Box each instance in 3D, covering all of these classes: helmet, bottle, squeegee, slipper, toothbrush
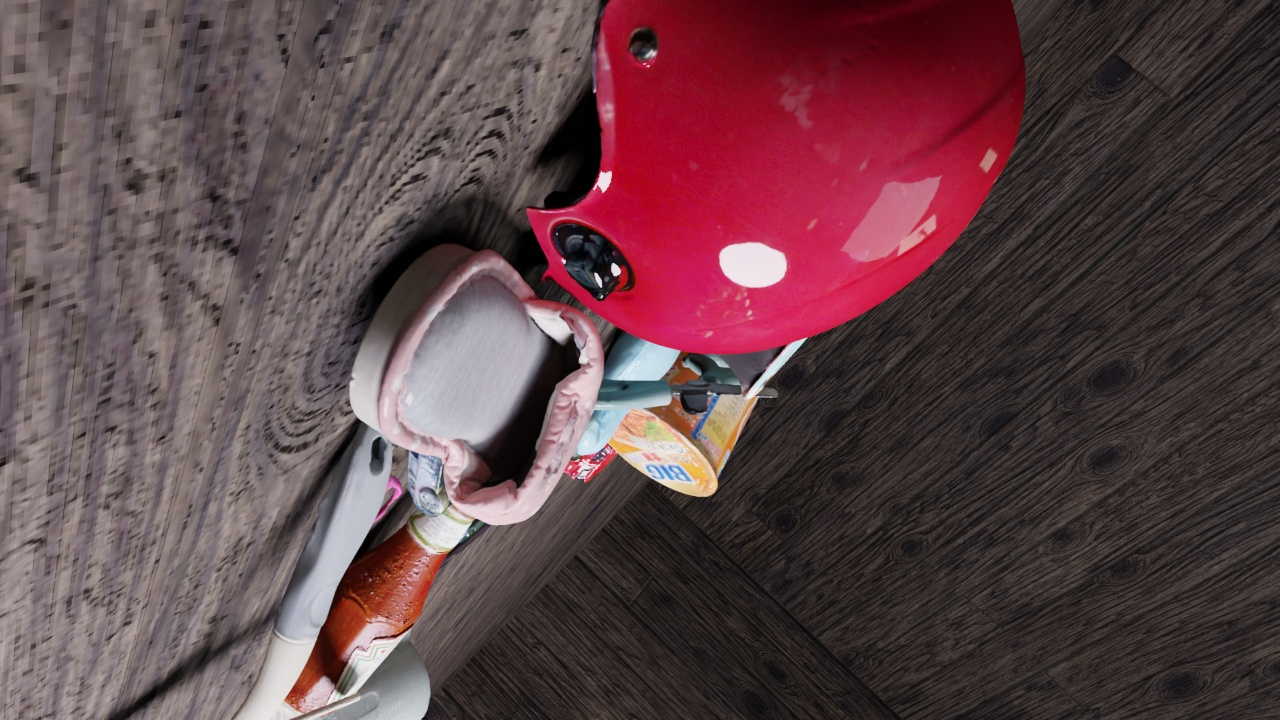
[{"bbox_3d":[0.064,-0.082,0.399,0.206,0.144,0.241,-44,173,-37],"label":"helmet"},{"bbox_3d":[-0.163,0.144,0.593,0.206,0.060,0.059,-50,172,14],"label":"bottle"},{"bbox_3d":[-0.174,0.132,0.448,0.247,0.039,0.246,-57,156,16],"label":"squeegee"},{"bbox_3d":[-0.058,0.023,0.445,0.114,0.054,0.274,-60,167,-11],"label":"slipper"},{"bbox_3d":[-0.147,0.154,0.901,0.180,0.018,0.016,-42,178,-23],"label":"toothbrush"}]

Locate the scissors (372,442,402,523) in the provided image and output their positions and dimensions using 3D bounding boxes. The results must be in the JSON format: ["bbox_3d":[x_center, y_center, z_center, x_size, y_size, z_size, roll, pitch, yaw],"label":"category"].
[{"bbox_3d":[-0.133,0.054,0.472,0.063,0.017,0.136,-33,161,-49],"label":"scissors"}]

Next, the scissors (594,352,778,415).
[{"bbox_3d":[0.013,0.013,0.636,0.169,0.174,0.019,-37,126,-72],"label":"scissors"}]

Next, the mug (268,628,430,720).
[{"bbox_3d":[-0.224,0.245,0.702,0.103,0.084,0.124,-13,119,-58],"label":"mug"}]

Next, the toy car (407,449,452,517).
[{"bbox_3d":[-0.106,0.046,0.504,0.042,0.034,0.091,-41,156,-47],"label":"toy car"}]

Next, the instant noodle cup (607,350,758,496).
[{"bbox_3d":[0.038,0.043,0.896,0.111,0.151,0.152,-53,175,-24],"label":"instant noodle cup"}]

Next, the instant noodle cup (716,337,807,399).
[{"bbox_3d":[0.056,-0.056,0.550,0.111,0.120,0.111,-47,172,-9],"label":"instant noodle cup"}]

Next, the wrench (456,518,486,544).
[{"bbox_3d":[-0.202,0.196,0.800,0.272,0.016,0.056,-45,168,-20],"label":"wrench"}]

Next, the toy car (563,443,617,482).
[{"bbox_3d":[-0.040,0.087,1.032,0.121,0.045,0.053,-51,173,11],"label":"toy car"}]

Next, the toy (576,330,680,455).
[{"bbox_3d":[-0.004,0.004,0.758,0.161,0.050,0.157,-56,-179,-33],"label":"toy"}]
